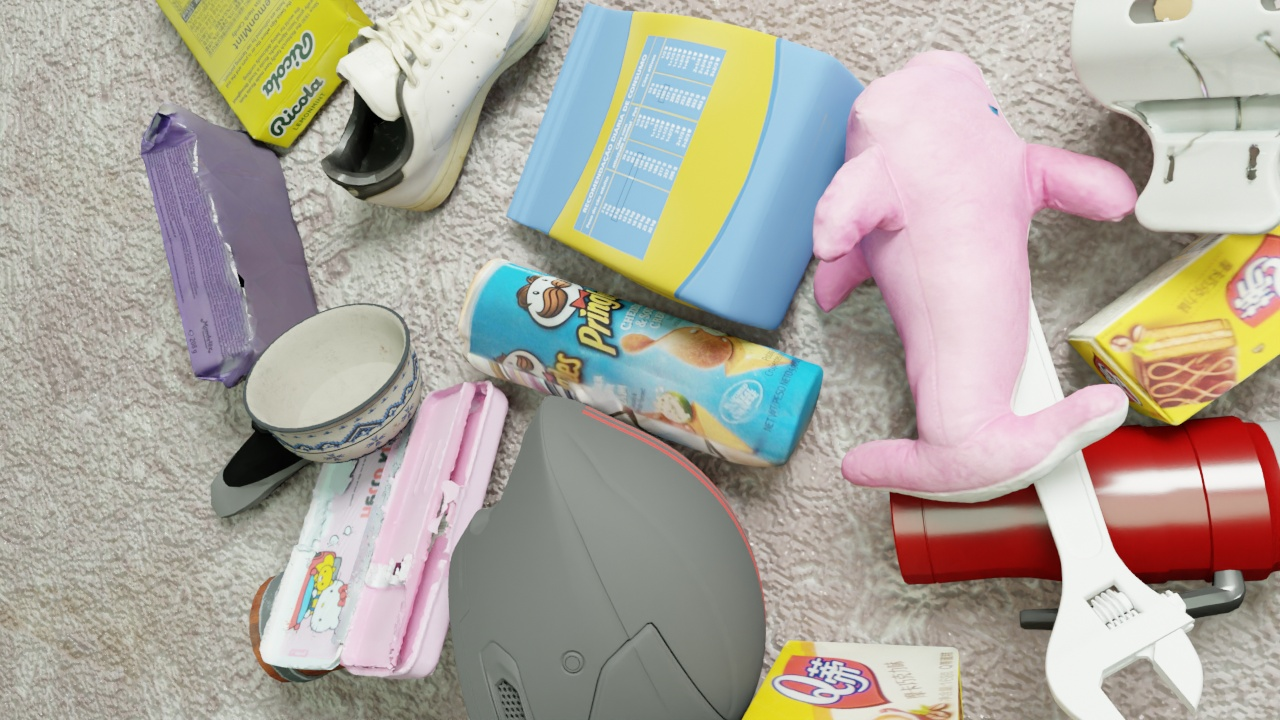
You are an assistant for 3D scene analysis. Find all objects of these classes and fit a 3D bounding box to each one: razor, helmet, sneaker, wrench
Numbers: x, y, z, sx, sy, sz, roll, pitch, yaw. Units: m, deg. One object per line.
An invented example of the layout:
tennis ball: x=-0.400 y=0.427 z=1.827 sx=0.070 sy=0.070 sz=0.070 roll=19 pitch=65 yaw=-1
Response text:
razor: x=-0.284 y=0.072 z=0.700 sx=0.157 sy=0.060 sz=0.057 roll=-44 pitch=64 yaw=35
helmet: x=-0.012 y=0.146 z=0.547 sx=0.170 sy=0.164 sz=0.265 roll=-18 pitch=97 yaw=7
sneaker: x=-0.139 y=-0.202 z=0.592 sx=0.089 sy=0.102 sz=0.242 roll=46 pitch=120 yaw=22
wrench: x=0.211 y=0.050 z=0.469 sx=0.066 sy=0.018 sz=0.272 roll=-17 pitch=54 yaw=19

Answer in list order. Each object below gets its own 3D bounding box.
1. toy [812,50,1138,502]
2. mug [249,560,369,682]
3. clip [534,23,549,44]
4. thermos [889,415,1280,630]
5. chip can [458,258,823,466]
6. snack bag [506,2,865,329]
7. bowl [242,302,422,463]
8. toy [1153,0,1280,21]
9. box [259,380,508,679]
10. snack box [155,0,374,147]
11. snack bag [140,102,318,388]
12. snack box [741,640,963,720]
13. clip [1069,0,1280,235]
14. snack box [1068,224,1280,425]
toy: x=0.148 y=-0.060 z=0.485 sx=0.187 sy=0.127 sz=0.265 roll=-20 pitch=63 yaw=44
mug: x=-0.212 y=0.166 z=0.668 sx=0.111 sy=0.081 sz=0.117 roll=-16 pitch=68 yaw=15
clip: x=-0.095 y=-0.251 z=0.639 sx=0.023 sy=0.035 sz=0.074 roll=-47 pitch=71 yaw=16
thermos: x=0.242 y=0.090 z=0.493 sx=0.199 sy=0.084 sz=0.107 roll=-8 pitch=54 yaw=21
chip can: x=-0.004 y=0.003 z=0.589 sx=0.230 sy=0.079 sz=0.080 roll=19 pitch=97 yaw=18
snack bag: x=0.015 y=-0.128 z=0.572 sx=0.205 sy=0.102 sz=0.159 roll=27 pitch=100 yaw=30
bowl: x=-0.201 y=0.021 z=0.625 sx=0.115 sy=0.059 sz=0.115 roll=-9 pitch=45 yaw=9
toy: x=0.287 y=-0.173 z=0.478 sx=0.106 sy=0.134 sz=0.108 roll=-8 pitch=61 yaw=-3
box: x=-0.169 y=0.111 z=0.622 sx=0.155 sy=0.044 sz=0.200 roll=-11 pitch=55 yaw=35
snack box: x=-0.291 y=-0.268 z=0.697 sx=0.121 sy=0.045 sz=0.181 roll=-44 pitch=75 yaw=17
snack bag: x=-0.294 y=-0.082 z=0.675 sx=0.058 sy=0.096 sz=0.205 roll=-16 pitch=87 yaw=19
snack box: x=0.108 y=0.211 z=0.472 sx=0.110 sy=0.230 sz=0.061 roll=-4 pitch=90 yaw=19
clip: x=0.265 y=-0.131 z=0.412 sx=0.126 sy=0.091 sz=0.151 roll=10 pitch=125 yaw=40
snack box: x=0.292 y=-0.023 z=0.480 sx=0.106 sy=0.083 sz=0.061 roll=-41 pitch=80 yaw=15
